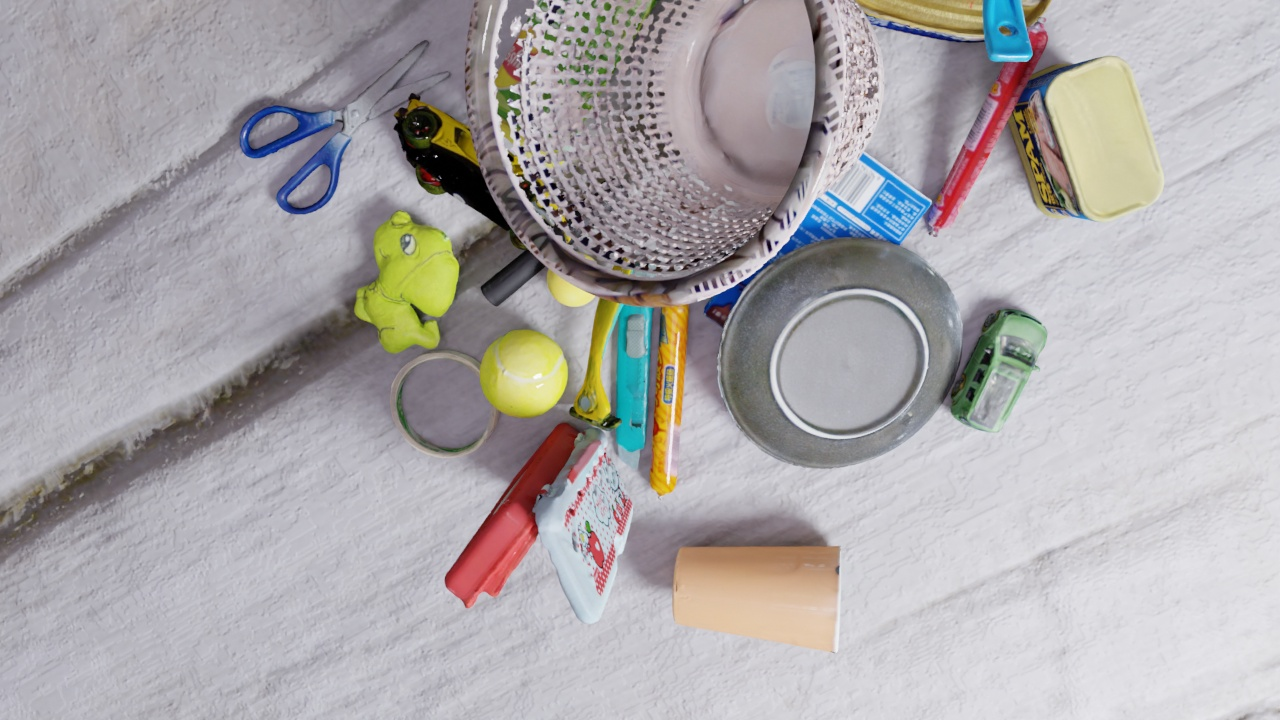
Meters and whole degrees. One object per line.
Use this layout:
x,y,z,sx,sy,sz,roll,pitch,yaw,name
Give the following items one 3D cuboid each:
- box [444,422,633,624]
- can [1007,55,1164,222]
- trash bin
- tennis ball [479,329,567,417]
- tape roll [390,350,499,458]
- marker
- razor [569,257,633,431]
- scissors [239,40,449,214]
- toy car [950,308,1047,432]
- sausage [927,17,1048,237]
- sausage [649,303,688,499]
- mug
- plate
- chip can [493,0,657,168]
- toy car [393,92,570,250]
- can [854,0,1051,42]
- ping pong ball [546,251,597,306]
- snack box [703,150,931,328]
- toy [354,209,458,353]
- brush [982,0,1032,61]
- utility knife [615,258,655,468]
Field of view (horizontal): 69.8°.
-0.048,0.112,0.628,0.098,0.201,0.095,38,102,-2,box
0.285,-0.141,0.592,0.057,0.083,0.102,-22,99,11,can
0.043,-0.160,0.541,0.228,0.191,0.228,10,109,31,trash bin
-0.086,0.010,0.680,0.065,0.065,0.065,1,103,6,tennis ball
-0.153,0.034,0.720,0.086,0.014,0.086,2,103,7,tape roll
-0.065,-0.087,0.678,0.132,0.022,0.020,-38,59,13,marker
-0.025,-0.015,0.680,0.043,0.028,0.133,22,106,34,razor
-0.225,-0.184,0.681,0.141,0.012,0.171,28,103,0,scissors
0.257,0.008,0.655,0.043,0.036,0.091,21,100,3,toy car
0.228,-0.150,0.609,0.020,0.020,0.156,20,125,2,sausage
0.022,0.028,0.693,0.021,0.021,0.165,5,103,6,sausage
0.088,0.175,0.695,0.123,0.078,0.078,2,103,12,mug
0.145,0.001,0.649,0.179,0.024,0.180,-2,111,-6,plate
-0.028,-0.241,0.613,0.072,0.072,0.221,34,104,-1,chip can
-0.109,-0.127,0.645,0.156,0.071,0.041,34,71,10,toy car
0.188,-0.250,0.596,0.148,0.049,0.075,13,104,4,can
-0.049,-0.060,0.672,0.040,0.040,0.040,1,103,6,ping pong ball
0.123,-0.073,0.655,0.084,0.026,0.157,35,104,-3,snack box
-0.173,-0.057,0.693,0.100,0.031,0.096,-36,96,17,toy
0.216,-0.301,0.551,0.083,0.046,0.254,0,85,-4,brush
-0.004,0.004,0.695,0.029,0.013,0.164,5,103,12,utility knife
